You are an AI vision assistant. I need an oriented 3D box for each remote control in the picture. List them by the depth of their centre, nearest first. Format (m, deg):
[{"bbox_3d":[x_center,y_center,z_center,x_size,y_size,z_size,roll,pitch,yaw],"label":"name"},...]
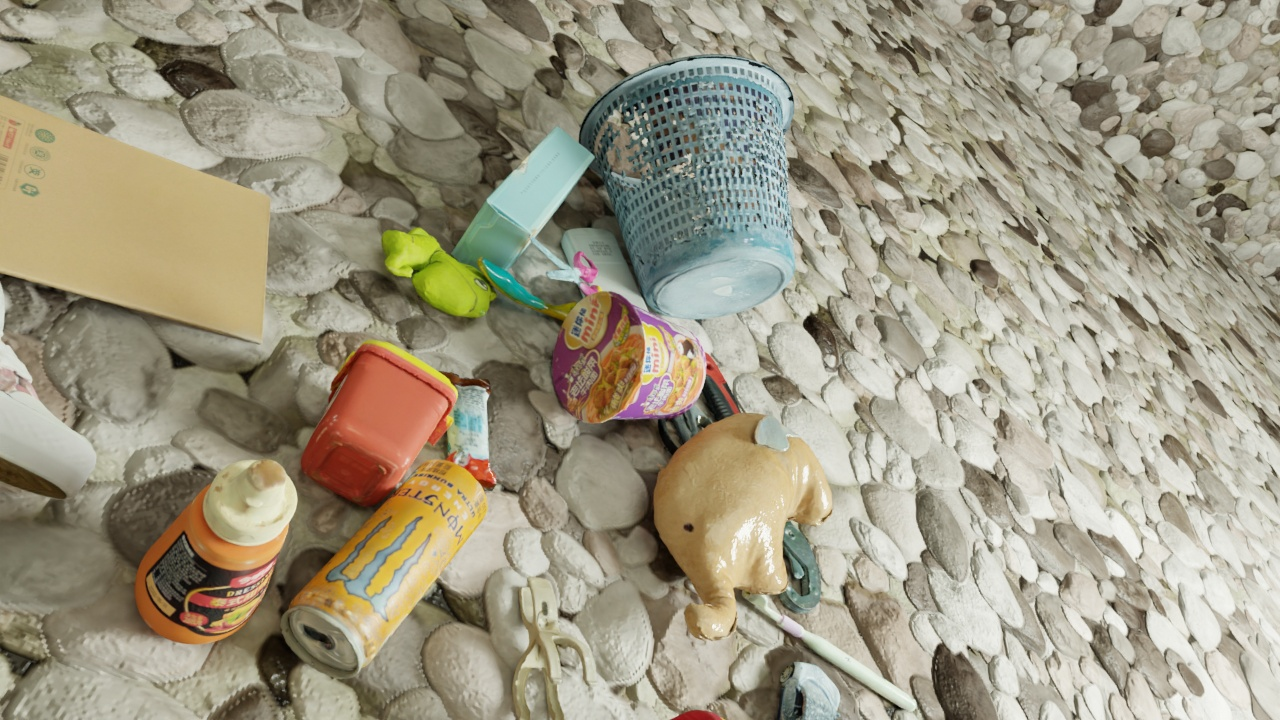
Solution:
[{"bbox_3d":[-0.030,-0.066,0.889,0.058,0.021,0.150,-3,57,-34],"label":"remote control"}]

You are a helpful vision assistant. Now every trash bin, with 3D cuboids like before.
[{"bbox_3d":[0.061,-0.156,0.922,0.226,0.227,0.195,8,63,-37],"label":"trash bin"}]

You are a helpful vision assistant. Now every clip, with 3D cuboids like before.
[{"bbox_3d":[-0.067,0.202,0.615,0.035,0.095,0.102,15,8,-30],"label":"clip"}]

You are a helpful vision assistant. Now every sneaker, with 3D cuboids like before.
[{"bbox_3d":[-0.379,-0.021,0.482,0.241,0.119,0.087,35,59,-3],"label":"sneaker"}]

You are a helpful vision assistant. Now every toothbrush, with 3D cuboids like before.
[{"bbox_3d":[0.164,0.246,0.781,0.189,0.029,0.020,37,81,-11],"label":"toothbrush"}]

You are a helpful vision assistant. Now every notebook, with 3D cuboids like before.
[{"bbox_3d":[-0.357,-0.097,0.622,0.207,0.008,0.147,20,44,-38],"label":"notebook"}]

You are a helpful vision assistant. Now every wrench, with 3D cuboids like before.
[{"bbox_3d":[0.105,0.105,0.860,0.056,0.016,0.273,4,54,-40],"label":"wrench"}]

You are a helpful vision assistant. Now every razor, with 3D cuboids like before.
[{"bbox_3d":[-0.093,-0.059,0.813,0.132,0.028,0.043,25,38,-39],"label":"razor"}]

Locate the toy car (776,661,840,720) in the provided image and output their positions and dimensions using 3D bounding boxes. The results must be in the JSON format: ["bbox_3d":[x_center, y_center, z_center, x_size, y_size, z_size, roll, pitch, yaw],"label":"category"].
[{"bbox_3d":[0.130,0.280,0.711,0.049,0.031,0.105,36,38,-11],"label":"toy car"}]

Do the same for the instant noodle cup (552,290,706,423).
[{"bbox_3d":[-0.005,0.005,0.790,0.099,0.112,0.111,14,47,-46],"label":"instant noodle cup"}]

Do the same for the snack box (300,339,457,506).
[{"bbox_3d":[-0.175,0.045,0.610,0.082,0.091,0.079,32,47,-14],"label":"snack box"}]

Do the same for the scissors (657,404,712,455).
[{"bbox_3d":[0.036,0.023,0.879,0.133,0.014,0.174,33,37,-11],"label":"scissors"}]

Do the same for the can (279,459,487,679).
[{"bbox_3d":[-0.156,0.126,0.577,0.058,0.058,0.145,41,38,-4],"label":"can"}]

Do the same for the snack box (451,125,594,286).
[{"bbox_3d":[-0.106,-0.147,0.854,0.051,0.074,0.174,38,39,-9],"label":"snack box"}]

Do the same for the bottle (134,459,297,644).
[{"bbox_3d":[-0.216,0.095,0.478,0.066,0.150,0.066,24,43,-24],"label":"bottle"}]

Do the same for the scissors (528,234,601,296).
[{"bbox_3d":[-0.060,-0.081,0.815,0.135,0.017,0.108,40,25,-45],"label":"scissors"}]

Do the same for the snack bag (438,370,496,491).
[{"bbox_3d":[-0.131,0.051,0.692,0.045,0.026,0.105,9,49,-24],"label":"snack bag"}]

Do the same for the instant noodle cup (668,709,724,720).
[{"bbox_3d":[0.048,0.291,0.573,0.123,0.116,0.116,25,40,-40],"label":"instant noodle cup"}]

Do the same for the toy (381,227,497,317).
[{"bbox_3d":[-0.168,-0.071,0.765,0.100,0.031,0.096,51,30,12],"label":"toy"}]

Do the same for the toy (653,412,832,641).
[{"bbox_3d":[0.070,0.131,0.753,0.143,0.083,0.225,35,47,10],"label":"toy"}]
